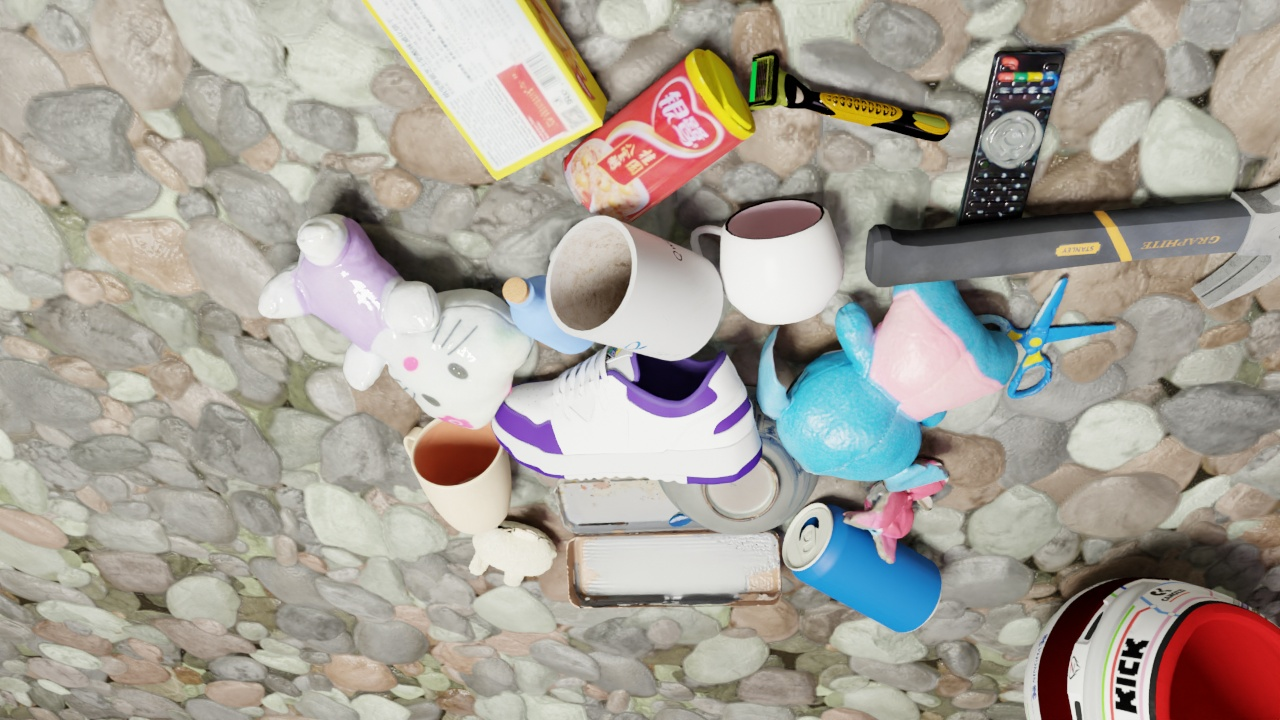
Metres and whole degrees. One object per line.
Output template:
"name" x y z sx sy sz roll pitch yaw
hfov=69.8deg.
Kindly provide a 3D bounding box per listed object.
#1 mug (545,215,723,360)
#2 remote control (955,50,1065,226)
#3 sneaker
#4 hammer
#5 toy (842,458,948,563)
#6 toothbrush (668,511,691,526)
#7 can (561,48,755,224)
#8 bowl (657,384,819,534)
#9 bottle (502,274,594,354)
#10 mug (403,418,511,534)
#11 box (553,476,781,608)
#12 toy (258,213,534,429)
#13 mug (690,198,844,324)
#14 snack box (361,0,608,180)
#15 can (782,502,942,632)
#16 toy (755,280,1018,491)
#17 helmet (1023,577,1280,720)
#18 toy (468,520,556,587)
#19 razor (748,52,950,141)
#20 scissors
"mug" -0.015 -0.055 0.659 0.096 0.120 0.083 14 102 -49
"remote control" 0.252 -0.145 0.637 0.045 0.021 0.141 -1 127 -1
"sneaker" -0.024 0.029 0.747 0.245 0.091 0.111 3 121 24
"hammer" 0.316 -0.091 0.645 0.312 0.035 0.139 -5 129 2
"toy" 0.236 0.130 0.848 0.102 0.050 0.065 -43 111 -7
"toothbrush" 0.089 0.133 0.855 0.132 0.016 0.021 -17 102 9
"can" 0.012 -0.149 0.629 0.125 0.066 0.066 -32 119 28
"bowl" 0.086 0.098 0.802 0.151 0.056 0.151 1 110 3
"bottle" -0.071 -0.038 0.694 0.048 0.048 0.131 -9 169 13
"mug" -0.172 0.103 0.855 0.111 0.085 0.104 24 146 23
"box" 0.029 0.174 0.904 0.217 0.071 0.157 -4 116 9
"toy" -0.189 -0.029 0.739 0.209 0.085 0.138 34 127 -18
"mug" 0.089 -0.072 0.680 0.124 0.090 0.076 13 129 38
"snack box" -0.113 -0.222 0.598 0.092 0.042 0.201 -22 124 22
"can" 0.215 0.200 0.886 0.146 0.078 0.079 31 126 -18
"toy" 0.207 0.028 0.739 0.224 0.098 0.192 36 115 -21
"helmet" 0.483 0.324 0.862 0.314 0.230 0.236 24 162 -18
"toy" -0.128 0.190 0.932 0.087 0.050 0.113 22 125 -12
"razor" 0.143 -0.171 0.620 0.144 0.044 0.021 11 156 -9
"scissors" 0.312 -0.018 0.742 0.130 0.014 0.126 7 131 -3
